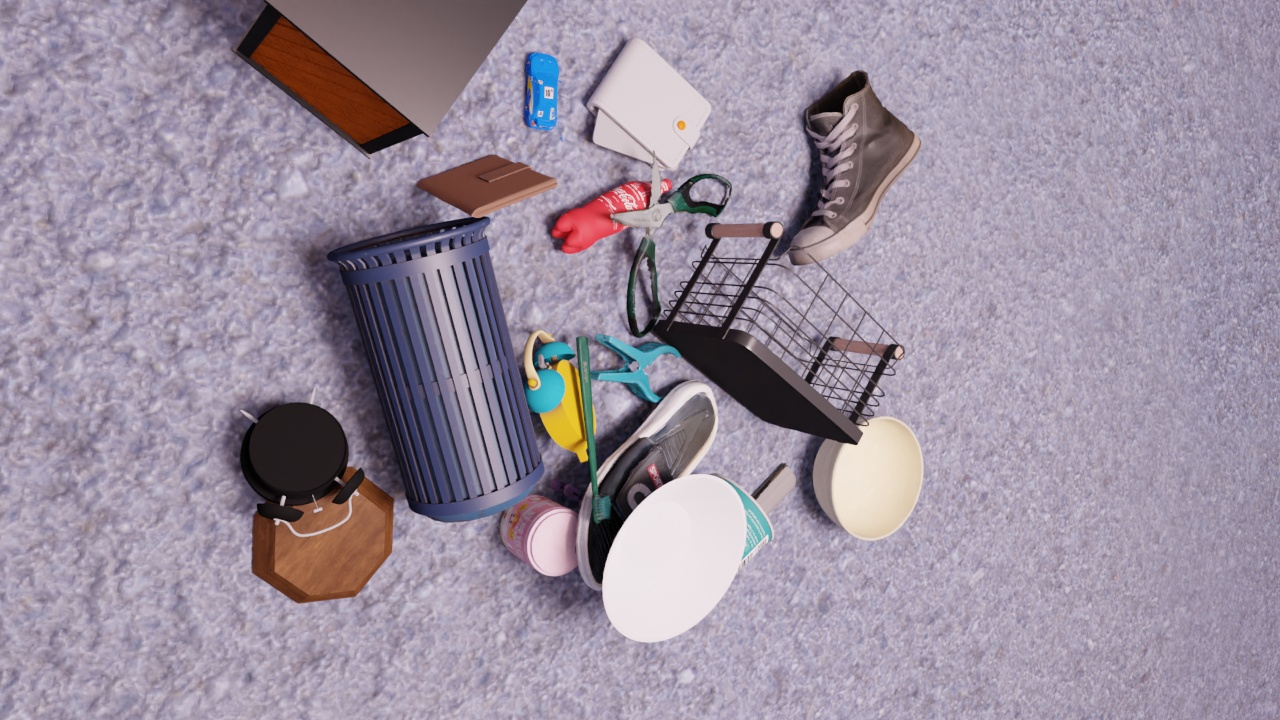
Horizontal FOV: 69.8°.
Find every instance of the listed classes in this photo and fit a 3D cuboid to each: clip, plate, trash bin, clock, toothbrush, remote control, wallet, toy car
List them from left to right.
[{"bbox_3d":[-0.290,0.090,0.787,0.091,0.043,0.120,-18,84,-28],"label":"clock"},{"bbox_3d":[-0.282,0.161,0.831,0.131,0.025,0.131,-4,97,-30],"label":"plate"},{"bbox_3d":[-0.213,-0.271,0.739,0.139,0.172,0.139,38,76,-28],"label":"trash bin"},{"bbox_3d":[-0.173,0.010,0.817,0.139,0.139,0.250,-20,107,-28],"label":"trash bin"},{"bbox_3d":[-0.140,-0.158,0.828,0.087,0.121,0.013,-27,125,-25],"label":"wallet"},{"bbox_3d":[-0.085,-0.253,0.881,0.033,0.062,0.092,0,95,-31],"label":"toy car"},{"bbox_3d":[-0.080,0.032,0.905,0.044,0.099,0.130,-19,117,16],"label":"clock"},{"bbox_3d":[-0.068,0.139,0.957,0.050,0.029,0.013,35,76,-36],"label":"clip"},{"bbox_3d":[-0.046,0.064,0.887,0.016,0.017,0.189,51,29,-64],"label":"toothbrush"},{"bbox_3d":[0.002,-0.010,0.965,0.130,0.030,0.120,41,73,-45],"label":"clip"},{"bbox_3d":[0.004,-0.250,0.950,0.118,0.037,0.115,37,77,-25],"label":"wallet"},{"bbox_3d":[0.026,0.185,0.892,0.173,0.036,0.174,-14,114,-33],"label":"plate"},{"bbox_3d":[0.136,0.179,1.090,0.136,0.013,0.033,-43,115,-21],"label":"remote control"}]

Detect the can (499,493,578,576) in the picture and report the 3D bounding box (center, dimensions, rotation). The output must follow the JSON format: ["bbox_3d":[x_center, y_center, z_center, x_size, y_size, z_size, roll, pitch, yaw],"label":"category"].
[{"bbox_3d":[-0.096,0.172,0.913,0.067,0.076,0.067,-4,97,-31],"label":"can"}]

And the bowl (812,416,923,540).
[{"bbox_3d":[0.267,0.138,1.127,0.150,0.075,0.151,-4,98,-30],"label":"bowl"}]

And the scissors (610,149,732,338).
[{"bbox_3d":[0.029,-0.122,0.972,0.201,0.015,0.206,-14,120,-48],"label":"scissors"}]

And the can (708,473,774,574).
[{"bbox_3d":[0.060,0.207,0.996,0.143,0.099,0.099,-40,114,-21],"label":"can"}]

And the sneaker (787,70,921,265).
[{"bbox_3d":[0.223,-0.217,1.053,0.120,0.095,0.234,45,75,-24],"label":"sneaker"}]

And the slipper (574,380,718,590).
[{"bbox_3d":[0.021,0.121,0.941,0.263,0.063,0.111,-49,132,-41],"label":"slipper"}]

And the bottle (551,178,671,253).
[{"bbox_3d":[-0.025,-0.153,0.940,0.141,0.042,0.042,-31,110,-24],"label":"bottle"}]

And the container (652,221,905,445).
[{"bbox_3d":[0.152,-0.026,0.985,0.241,0.163,0.130,38,76,-31],"label":"container"}]
